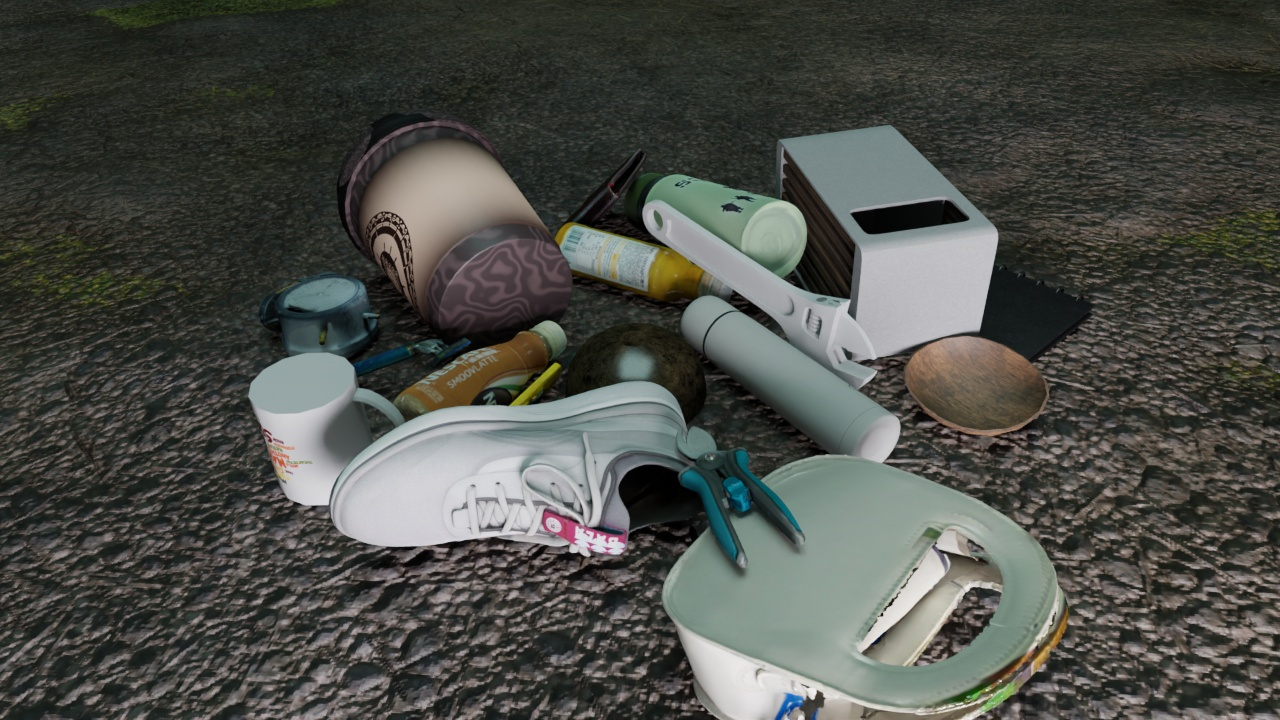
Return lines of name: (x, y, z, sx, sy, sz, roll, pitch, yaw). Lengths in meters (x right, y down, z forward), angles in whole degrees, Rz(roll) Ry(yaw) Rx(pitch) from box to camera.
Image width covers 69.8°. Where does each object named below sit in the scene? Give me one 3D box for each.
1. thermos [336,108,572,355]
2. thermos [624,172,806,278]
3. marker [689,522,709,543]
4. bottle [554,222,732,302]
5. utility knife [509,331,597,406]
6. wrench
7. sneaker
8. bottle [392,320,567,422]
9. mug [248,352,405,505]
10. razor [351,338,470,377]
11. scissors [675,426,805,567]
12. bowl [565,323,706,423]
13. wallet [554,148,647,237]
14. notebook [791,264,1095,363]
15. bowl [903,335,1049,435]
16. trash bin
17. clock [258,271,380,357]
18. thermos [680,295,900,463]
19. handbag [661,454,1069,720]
thermos: (-0.173, -0.116, 0.866, 0.172, 0.173, 0.226, -20, 46, -24)
thermos: (0.066, -0.139, 0.928, 0.082, 0.082, 0.231, -21, 27, -25)
marker: (0.102, 0.108, 0.662, 0.140, 0.016, 0.016, -14, 38, -16)
bottle: (0.002, -0.092, 0.911, 0.186, 0.053, 0.053, 18, 40, 25)
utility knife: (-0.093, 0.030, 0.767, 0.018, 0.031, 0.206, 34, 45, 6)
wrench: (0.096, -0.063, 0.816, 0.018, 0.087, 0.273, -29, 51, -32)
sneaker: (-0.070, 0.092, 0.622, 0.262, 0.097, 0.128, -10, 31, -22)
bottle: (-0.126, 0.016, 0.764, 0.059, 0.059, 0.166, 23, 42, 30)
mug: (-0.230, 0.052, 0.693, 0.105, 0.090, 0.073, -1, 36, 1)
razor: (-0.209, 0.000, 0.777, 0.144, 0.022, 0.042, -11, 16, 32)
scissors: (0.058, 0.078, 0.573, 0.148, 0.019, 0.131, 2, 33, 30)
bowl: (-0.004, 0.004, 0.775, 0.121, 0.056, 0.121, -1, 36, 1)
wallet: (-0.043, -0.178, 1.003, 0.031, 0.100, 0.119, 43, 37, -11)
notebook: (0.290, -0.063, 0.887, 0.168, 0.019, 0.231, -30, 44, -31)
bowl: (0.273, 0.026, 0.753, 0.102, 0.026, 0.114, -25, 44, -15)
trash bin: (0.214, -0.116, 0.853, 0.114, 0.115, 0.228, -9, 38, -6)
clock: (-0.304, -0.045, 0.867, 0.090, 0.052, 0.129, -31, 41, -34)
thermos: (0.114, 0.011, 0.763, 0.052, 0.052, 0.224, -23, 41, -26)
handbag: (0.134, 0.145, 0.529, 0.200, 0.093, 0.200, 9, 34, 44)
